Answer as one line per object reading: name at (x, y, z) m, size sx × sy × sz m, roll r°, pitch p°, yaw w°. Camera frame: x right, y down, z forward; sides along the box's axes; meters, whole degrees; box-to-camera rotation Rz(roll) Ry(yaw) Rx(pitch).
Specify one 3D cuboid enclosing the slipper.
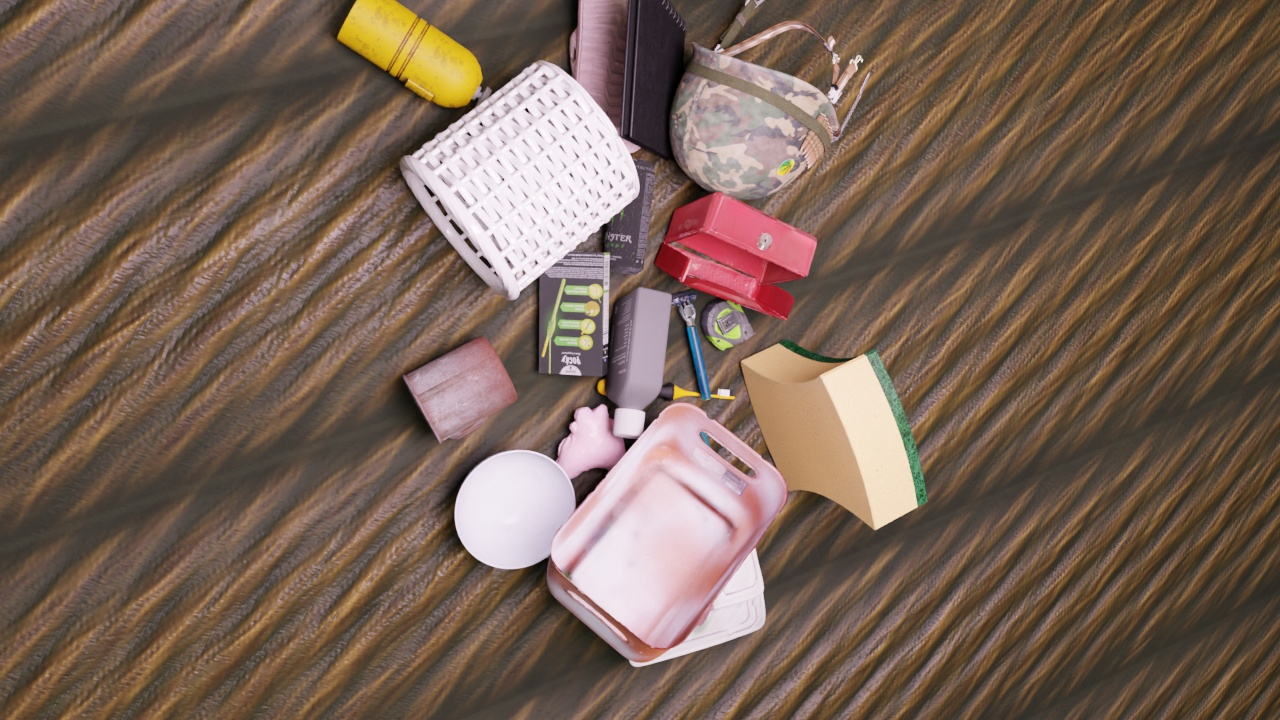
slipper at (-0.037, -0.365, 1.078) m, size 0.094 × 0.064 × 0.240 m, roll -7°, pitch 114°, yaw -15°

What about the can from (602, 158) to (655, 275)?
can at (-0.015, -0.174, 1.119) m, size 0.054 × 0.054 × 0.138 m, roll 5°, pitch 97°, yaw -20°

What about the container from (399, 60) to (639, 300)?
container at (-0.130, -0.196, 1.003) m, size 0.186 × 0.189 × 0.189 m, roll -41°, pitch 109°, yaw -11°

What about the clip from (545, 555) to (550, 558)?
clip at (-0.097, 0.231, 1.167) m, size 0.101 × 0.040 × 0.054 m, roll 3°, pitch 110°, yaw -21°

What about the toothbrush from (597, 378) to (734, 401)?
toothbrush at (0.036, 0.041, 1.186) m, size 0.196 × 0.031 × 0.031 m, roll 6°, pitch 91°, yaw -25°

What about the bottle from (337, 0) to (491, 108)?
bottle at (-0.241, -0.333, 1.007) m, size 0.163 × 0.071 × 0.071 m, roll 30°, pitch 87°, yaw -21°

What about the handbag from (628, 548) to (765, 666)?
handbag at (0.057, 0.300, 1.196) m, size 0.198 × 0.096 × 0.142 m, roll -13°, pitch 101°, yaw -15°

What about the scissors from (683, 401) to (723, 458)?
scissors at (0.078, 0.119, 1.217) m, size 0.130 × 0.019 × 0.150 m, roll 10°, pitch 94°, yaw -20°

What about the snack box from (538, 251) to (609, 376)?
snack box at (-0.080, -0.057, 1.108) m, size 0.080 × 0.025 × 0.147 m, roll 3°, pitch 99°, yaw 14°

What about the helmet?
helmet at (0.142, -0.305, 1.081) m, size 0.223 × 0.193 × 0.237 m, roll 1°, pitch 116°, yaw -48°

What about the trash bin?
trash bin at (0.023, 0.210, 1.086) m, size 0.181 × 0.158 × 0.259 m, roll 38°, pitch 62°, yaw 8°

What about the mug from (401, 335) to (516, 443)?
mug at (-0.206, 0.043, 1.076) m, size 0.110 × 0.096 × 0.123 m, roll -25°, pitch 142°, yaw -11°

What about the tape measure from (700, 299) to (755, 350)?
tape measure at (0.111, -0.047, 1.193) m, size 0.058 × 0.036 × 0.065 m, roll -34°, pitch 108°, yaw -11°

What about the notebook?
notebook at (0.018, -0.322, 1.029) m, size 0.019 × 0.231 × 0.169 m, roll 6°, pitch 97°, yaw 13°

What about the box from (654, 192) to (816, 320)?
box at (0.116, -0.134, 1.134) m, size 0.157 × 0.136 × 0.117 m, roll 17°, pitch 96°, yaw -22°

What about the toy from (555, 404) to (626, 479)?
toy at (-0.060, 0.101, 1.145) m, size 0.099 × 0.053 × 0.096 m, roll -5°, pitch 107°, yaw -17°

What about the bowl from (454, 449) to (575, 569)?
bowl at (-0.158, 0.171, 1.111) m, size 0.143 × 0.074 × 0.144 m, roll -3°, pitch 99°, yaw -19°

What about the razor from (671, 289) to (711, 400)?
razor at (0.070, -0.018, 1.182) m, size 0.042 × 0.022 × 0.144 m, roll -16°, pitch 95°, yaw -16°

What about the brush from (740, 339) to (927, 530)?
brush at (0.233, 0.083, 1.141) m, size 0.075 × 0.250 × 0.195 m, roll -24°, pitch 101°, yaw -15°

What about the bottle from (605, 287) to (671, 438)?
bottle at (-0.007, 0.006, 1.109) m, size 0.046 × 0.084 × 0.173 m, roll 11°, pitch 77°, yaw -21°
